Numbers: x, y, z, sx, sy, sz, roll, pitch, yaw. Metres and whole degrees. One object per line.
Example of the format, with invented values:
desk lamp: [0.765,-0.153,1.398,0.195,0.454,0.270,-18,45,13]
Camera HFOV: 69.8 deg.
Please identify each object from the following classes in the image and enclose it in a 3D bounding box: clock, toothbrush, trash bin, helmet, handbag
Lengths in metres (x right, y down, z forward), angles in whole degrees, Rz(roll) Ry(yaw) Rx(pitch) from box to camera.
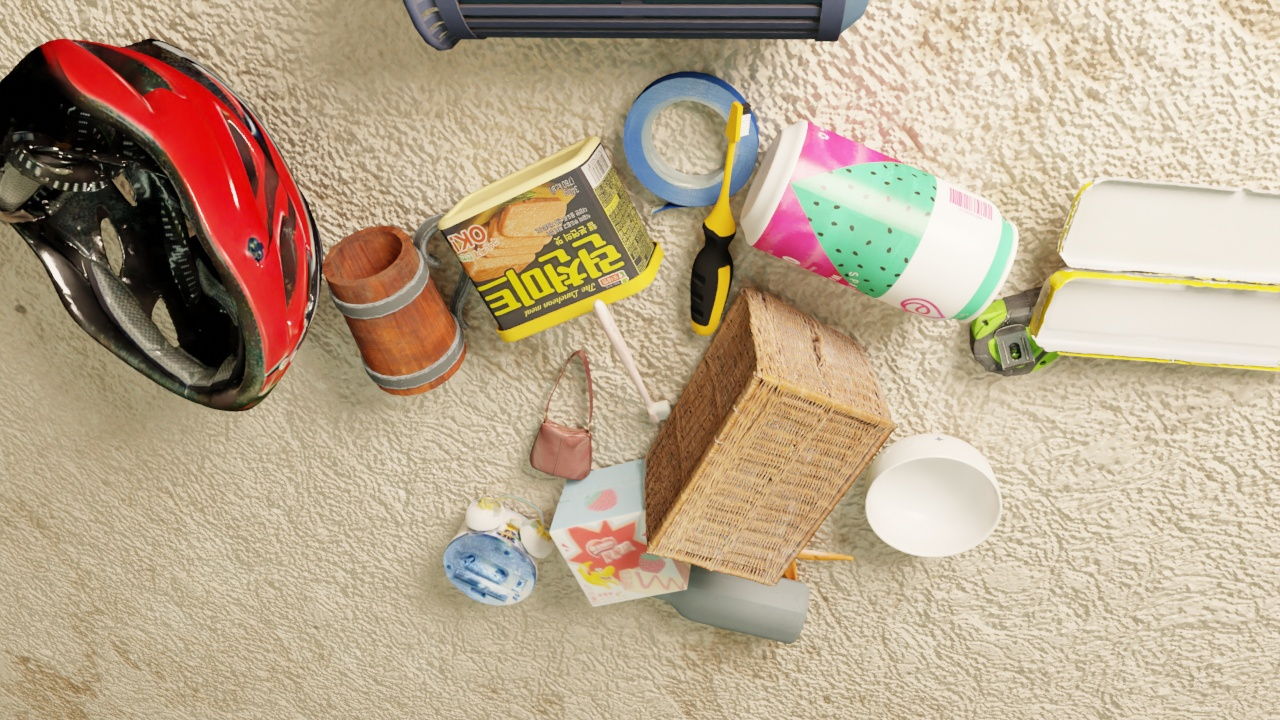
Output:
clock: [-0.130,0.173,0.857,0.089,0.051,0.126,27,123,-6]
toothbrush: [-0.004,0.004,0.700,0.018,0.015,0.181,-11,148,11]
toothbrush: [0.056,-0.092,0.649,0.030,0.031,0.197,-20,140,-24]
trash bin: [0.002,-0.246,0.514,0.250,0.139,0.139,3,123,7]
helmet: [-0.333,-0.093,0.653,0.218,0.166,0.272,-14,110,36]
handbag: [-0.060,0.045,0.780,0.055,0.029,0.120,14,119,4]

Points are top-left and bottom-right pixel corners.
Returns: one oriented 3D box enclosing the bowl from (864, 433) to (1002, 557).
bowl: [0.234,0.104,0.741,0.105,0.054,0.105,5,121,8]

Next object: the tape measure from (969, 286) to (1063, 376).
tape measure: [0.274,-0.017,0.667,0.066,0.035,0.059,-19,118,21]

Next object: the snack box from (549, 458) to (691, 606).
snack box: [-0.013,0.150,0.802,0.093,0.079,0.095,-15,118,19]

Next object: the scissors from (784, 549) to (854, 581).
scissors: [0.126,0.169,0.817,0.125,0.011,0.128,1,136,18]

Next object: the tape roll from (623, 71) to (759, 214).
tape roll: [0.035,-0.152,0.637,0.091,0.016,0.093,-11,119,17]

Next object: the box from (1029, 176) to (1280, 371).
box: [0.377,-0.056,0.613,0.209,0.023,0.127,5,117,-2]

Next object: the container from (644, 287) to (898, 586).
container: [0.089,0.063,0.698,0.112,0.113,0.199,21,122,-14]

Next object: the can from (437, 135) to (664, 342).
can: [-0.065,-0.088,0.667,0.131,0.072,0.101,-20,114,22]

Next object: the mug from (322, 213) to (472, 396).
mug: [-0.174,-0.048,0.705,0.117,0.081,0.111,-35,139,-18]

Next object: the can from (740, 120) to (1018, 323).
can: [0.156,-0.090,0.611,0.166,0.088,0.088,22,123,-4]

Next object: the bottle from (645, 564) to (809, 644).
bottle: [0.069,0.215,0.844,0.161,0.046,0.072,12,142,6]
